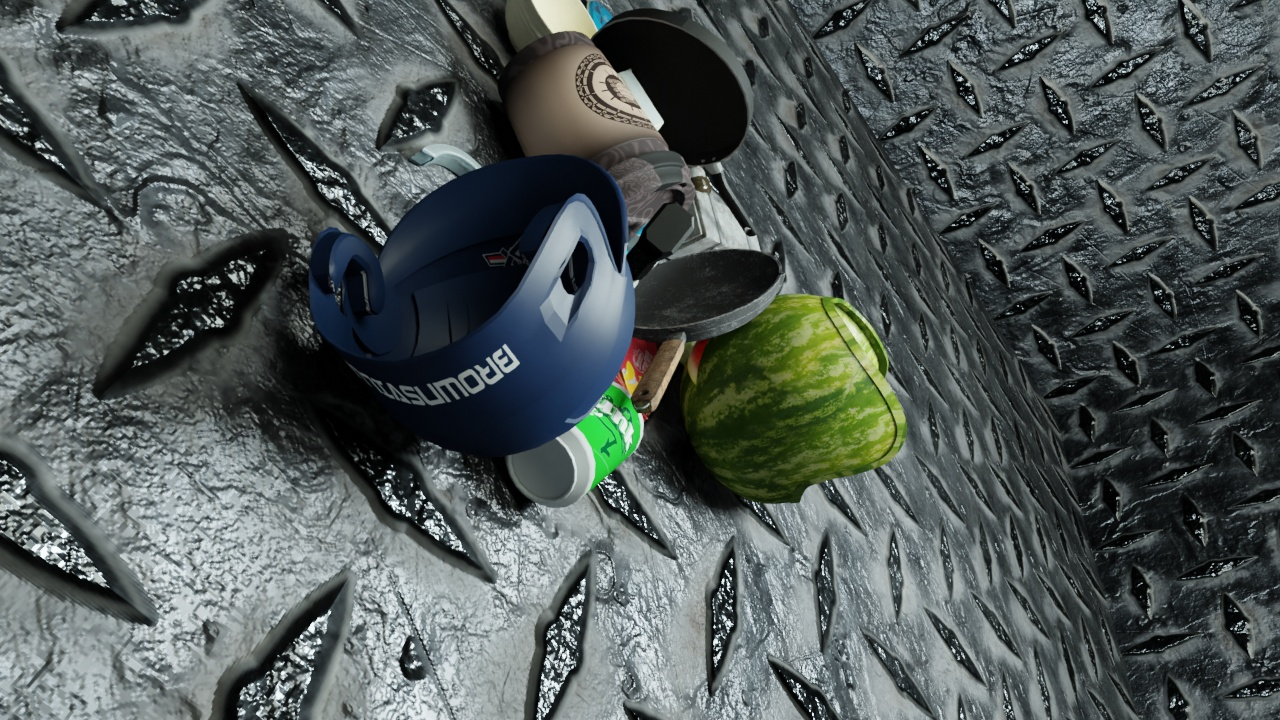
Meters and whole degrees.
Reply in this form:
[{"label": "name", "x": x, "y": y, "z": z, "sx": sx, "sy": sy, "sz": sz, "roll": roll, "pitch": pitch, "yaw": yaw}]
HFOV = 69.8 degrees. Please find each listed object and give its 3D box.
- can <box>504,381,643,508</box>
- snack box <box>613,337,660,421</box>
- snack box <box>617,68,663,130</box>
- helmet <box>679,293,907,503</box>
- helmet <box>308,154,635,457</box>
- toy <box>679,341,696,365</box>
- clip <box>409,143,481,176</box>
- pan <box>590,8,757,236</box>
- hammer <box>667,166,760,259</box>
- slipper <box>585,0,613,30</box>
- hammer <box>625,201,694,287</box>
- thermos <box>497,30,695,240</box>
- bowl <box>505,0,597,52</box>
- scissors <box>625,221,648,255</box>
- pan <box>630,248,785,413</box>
[{"label": "can", "x": -0.059, "y": 0.074, "z": 0.858, "sx": 0.088, "sy": 0.088, "sz": 0.139, "roll": 60, "pitch": 29, "yaw": -2}, {"label": "snack box", "x": -0.006, "y": 0.006, "z": 1.072, "sx": 0.089, "sy": 0.021, "sz": 0.132, "roll": 54, "pitch": 29, "yaw": -15}, {"label": "snack box", "x": -0.029, "y": -0.295, "z": 1.173, "sx": 0.026, "sy": 0.150, "sz": 0.082, "roll": -30, "pitch": 85, "yaw": -29}, {"label": "helmet", "x": 0.165, "y": 0.044, "z": 1.083, "sx": 0.243, "sy": 0.248, "sz": 0.212, "roll": 46, "pitch": 23, "yaw": -18}, {"label": "helmet", "x": -0.111, "y": -0.054, "z": 0.739, "sx": 0.223, "sy": 0.233, "sz": 0.271, "roll": 54, "pitch": 37, "yaw": -56}, {"label": "toy", "x": 0.068, "y": -0.027, "z": 1.194, "sx": 0.135, "sy": 0.045, "sz": 0.091, "roll": -22, "pitch": 95, "yaw": -74}, {"label": "clip", "x": -0.175, "y": -0.166, "z": 0.948, "sx": 0.165, "sy": 0.032, "sz": 0.164, "roll": 37, "pitch": 38, "yaw": -38}, {"label": "pan", "x": 0.069, "y": -0.294, "z": 1.180, "sx": 0.356, "sy": 0.226, "sz": 0.034, "roll": 50, "pitch": 56, "yaw": -35}, {"label": "hammer", "x": 0.079, "y": -0.288, "z": 1.374, "sx": 0.176, "sy": 0.080, "sz": 0.326, "roll": 11, "pitch": 62, "yaw": -55}, {"label": "slipper", "x": -0.026, "y": -0.447, "z": 1.401, "sx": 0.118, "sy": 0.060, "sz": 0.294, "roll": 20, "pitch": 49, "yaw": -47}, {"label": "hammer", "x": -0.006, "y": -0.089, "z": 0.870, "sx": 0.039, "sy": 0.131, "sz": 0.328, "roll": 39, "pitch": -10, "yaw": -5}, {"label": "thermos", "x": -0.060, "y": -0.252, "z": 1.072, "sx": 0.172, "sy": 0.173, "sz": 0.226, "roll": -7, "pitch": 65, "yaw": -60}, {"label": "bowl", "x": -0.125, "y": -0.434, "z": 1.210, "sx": 0.150, "sy": 0.075, "sz": 0.150, "roll": 39, "pitch": 35, "yaw": -35}, {"label": "scissors", "x": -0.026, "y": -0.123, "z": 1.031, "sx": 0.011, "sy": 0.134, "sz": 0.139, "roll": 35, "pitch": 55, "yaw": 24}, {"label": "pan", "x": 0.045, "y": -0.034, "z": 0.988, "sx": 0.355, "sy": 0.208, "sz": 0.040, "roll": -64, "pitch": 143, "yaw": -55}]
